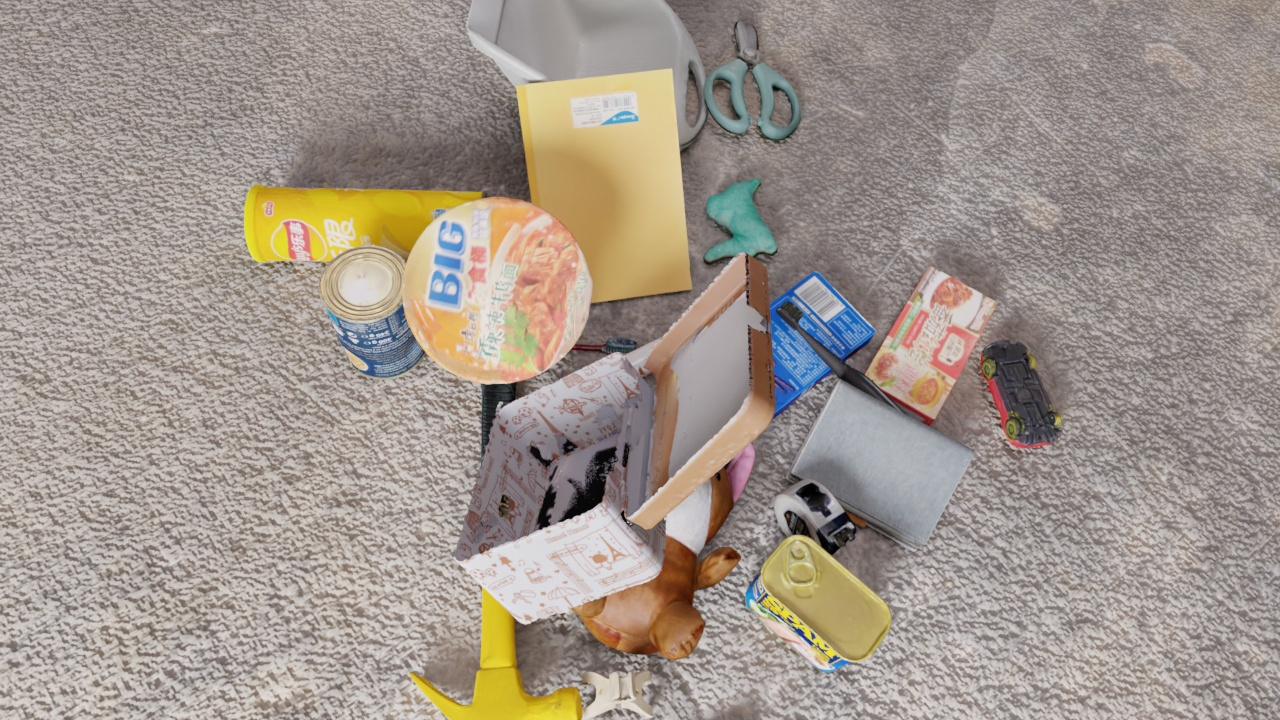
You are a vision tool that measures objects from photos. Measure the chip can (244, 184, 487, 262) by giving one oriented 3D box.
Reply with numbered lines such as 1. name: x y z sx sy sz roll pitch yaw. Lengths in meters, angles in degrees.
1. chip can: -0.251 -0.125 0.858 0.213 0.072 0.072 1 64 -5

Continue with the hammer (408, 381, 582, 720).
1. hammer: -0.117 0.150 0.748 0.129 0.033 0.300 -6 62 4

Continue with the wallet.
1. wallet: 0.206 0.093 0.800 0.130 0.037 0.106 29 90 9

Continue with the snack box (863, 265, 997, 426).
1. snack box: 0.274 -0.015 0.873 0.075 0.025 0.152 32 65 11

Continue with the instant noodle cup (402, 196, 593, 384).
1. instant noodle cup: -0.116 -0.054 0.783 0.151 0.111 0.151 0 89 -2

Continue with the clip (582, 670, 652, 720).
1. clip: -0.006 0.249 0.691 0.096 0.101 0.035 14 58 -28

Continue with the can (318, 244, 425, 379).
1. can: -0.229 -0.040 0.794 0.075 0.111 0.075 2 64 -4

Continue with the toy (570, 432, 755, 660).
1. toy: 0.014 0.129 0.734 0.140 0.131 0.199 24 55 4

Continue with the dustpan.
1. dustpan: -0.033 -0.324 0.908 0.143 0.258 0.222 -5 62 19

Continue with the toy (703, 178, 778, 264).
1. toy: 0.097 -0.134 0.915 0.096 0.030 0.092 -26 66 -10

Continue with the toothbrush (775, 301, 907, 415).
1. toothbrush: 0.201 0.026 0.827 0.027 0.026 0.212 -42 84 -21

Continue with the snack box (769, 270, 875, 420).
1. snack box: 0.136 -0.010 0.858 0.157 0.026 0.084 -36 73 -19

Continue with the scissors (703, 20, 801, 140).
1. scissors: 0.101 -0.311 1.001 0.129 0.019 0.185 -12 65 -21

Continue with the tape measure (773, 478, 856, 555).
1. tape measure: 0.144 0.133 0.767 0.033 0.066 0.066 -27 71 -22

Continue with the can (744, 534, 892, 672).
1. can: 0.136 0.196 0.726 0.102 0.083 0.057 39 67 14

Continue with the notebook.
1. notebook: -0.030 -0.157 0.853 0.145 0.010 0.206 -9 106 -9

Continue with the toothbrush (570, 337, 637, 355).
1. toothbrush: -0.096 -0.016 0.847 0.187 0.017 0.016 3 63 -4

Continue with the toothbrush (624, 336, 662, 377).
1. toothbrush: -0.005 0.005 0.839 0.220 0.027 0.026 -27 114 -17

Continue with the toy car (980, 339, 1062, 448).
1. toy car: 0.351 0.031 0.854 0.049 0.031 0.106 -8 66 -10

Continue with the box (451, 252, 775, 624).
1. box: -0.003 0.055 0.648 0.261 0.103 0.178 -27 30 23
